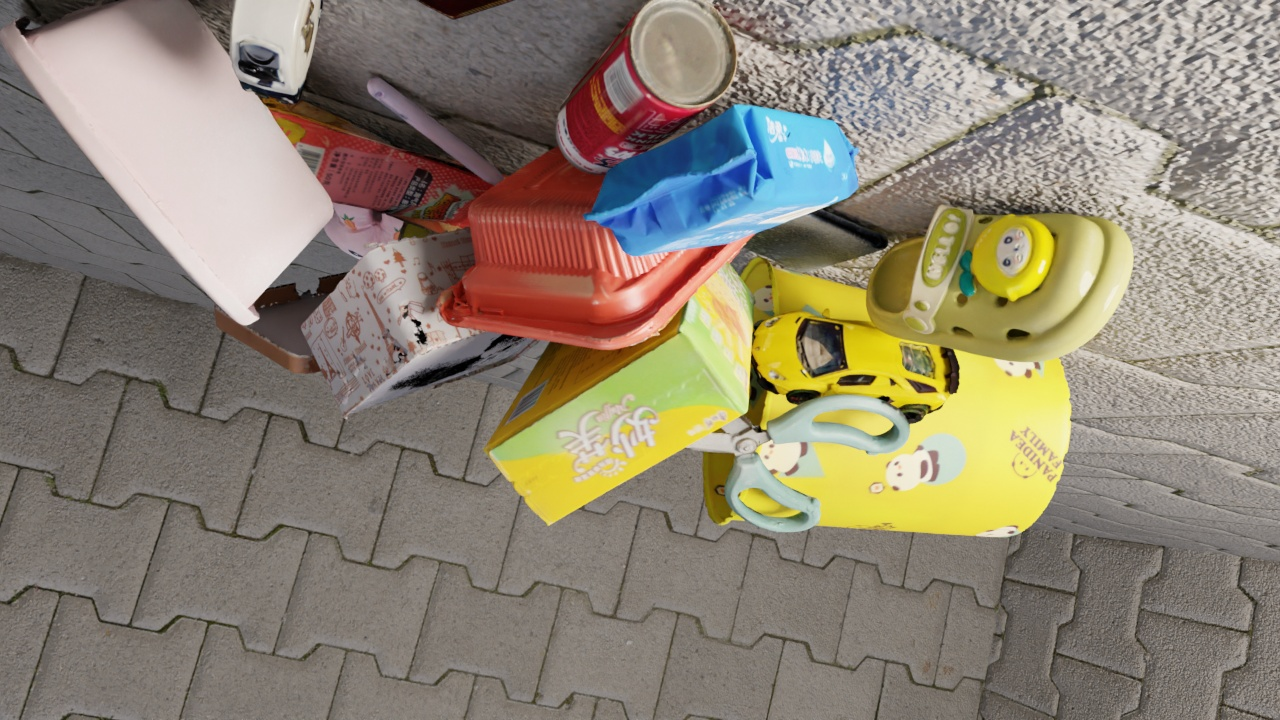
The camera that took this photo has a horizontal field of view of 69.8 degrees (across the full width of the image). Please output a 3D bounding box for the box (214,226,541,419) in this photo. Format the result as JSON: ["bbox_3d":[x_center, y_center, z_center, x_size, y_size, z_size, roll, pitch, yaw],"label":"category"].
[{"bbox_3d":[-0.185,-0.035,0.714,0.275,0.124,0.178,-2,-167,41],"label":"box"}]

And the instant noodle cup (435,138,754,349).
[{"bbox_3d":[-0.028,-0.083,0.577,0.165,0.188,0.079,7,127,32],"label":"instant noodle cup"}]

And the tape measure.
[{"bbox_3d":[-0.188,-0.174,0.476,0.033,0.065,0.066,11,175,-14],"label":"tape measure"}]

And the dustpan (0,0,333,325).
[{"bbox_3d":[-0.328,-0.119,0.587,0.274,0.138,0.222,-5,129,41],"label":"dustpan"}]

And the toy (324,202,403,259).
[{"bbox_3d":[-0.265,-0.132,0.932,0.121,0.054,0.160,14,164,-3],"label":"toy"}]

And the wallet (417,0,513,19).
[{"bbox_3d":[-0.111,-0.191,0.406,0.122,0.020,0.096,20,175,-40],"label":"wallet"}]

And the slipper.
[{"bbox_3d":[0.202,-0.052,0.575,0.081,0.091,0.191,21,172,-29],"label":"slipper"}]

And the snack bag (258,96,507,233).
[{"bbox_3d":[-0.203,-0.144,0.724,0.207,0.073,0.129,14,162,-32],"label":"snack bag"}]

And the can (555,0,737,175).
[{"bbox_3d":[-0.003,-0.135,0.471,0.053,0.053,0.133,17,171,-19],"label":"can"}]

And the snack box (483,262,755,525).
[{"bbox_3d":[-0.004,0.004,0.640,0.070,0.158,0.209,53,-160,-14],"label":"snack box"}]

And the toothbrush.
[{"bbox_3d":[-0.121,-0.146,0.663,0.029,0.021,0.189,-31,142,23],"label":"toothbrush"}]

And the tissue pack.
[{"bbox_3d":[0.046,-0.093,0.473,0.095,0.052,0.156,-17,180,34],"label":"tissue pack"}]

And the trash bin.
[{"bbox_3d":[0.203,0.045,0.796,0.255,0.229,0.230,9,172,-6],"label":"trash bin"}]

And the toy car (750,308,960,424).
[{"bbox_3d":[0.153,0.001,0.659,0.155,0.071,0.041,8,150,-11],"label":"toy car"}]

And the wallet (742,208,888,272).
[{"bbox_3d":[0.104,-0.098,0.672,0.120,0.019,0.097,19,169,-19],"label":"wallet"}]

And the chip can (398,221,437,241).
[{"bbox_3d":[-0.137,-0.089,0.925,0.073,0.072,0.221,7,169,38],"label":"chip can"}]

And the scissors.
[{"bbox_3d":[0.114,0.060,0.651,0.179,0.019,0.172,-28,128,20],"label":"scissors"}]
